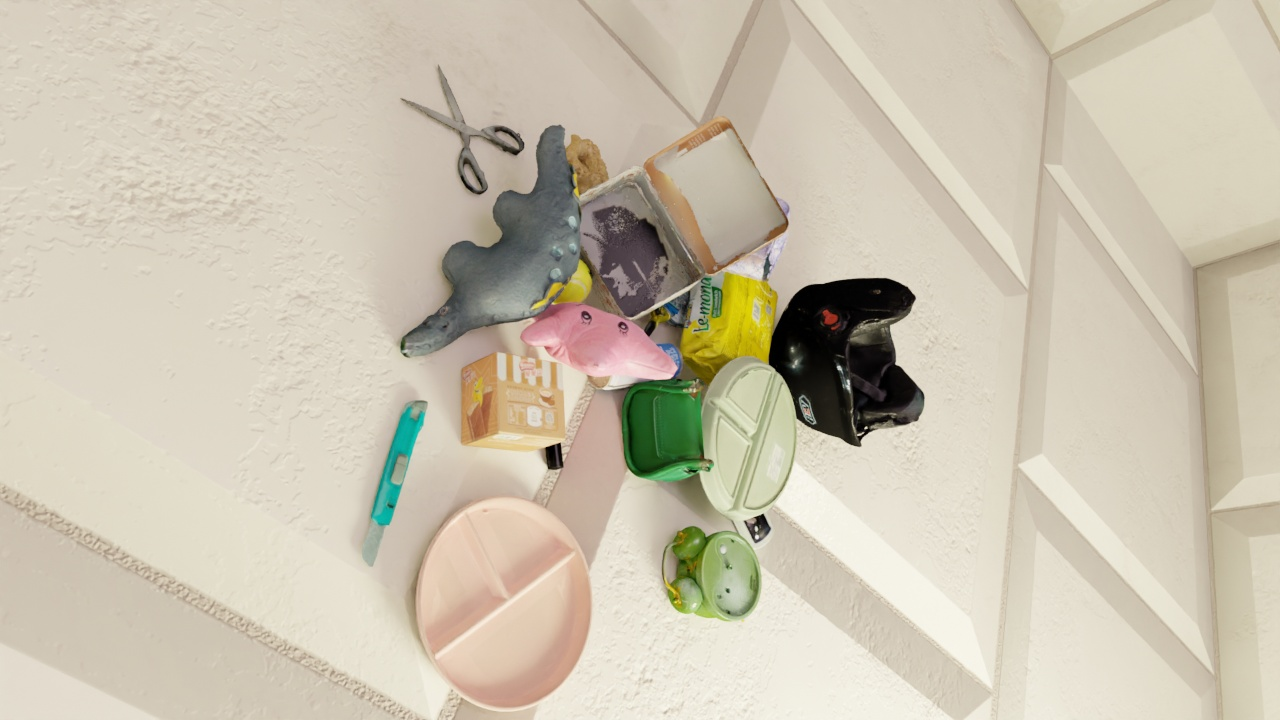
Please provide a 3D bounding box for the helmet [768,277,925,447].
[{"bbox_3d":[0.306,0.000,1.394,0.273,0.231,0.234,-56,139,-39],"label":"helmet"}]

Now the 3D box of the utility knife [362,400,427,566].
[{"bbox_3d":[-0.259,0.123,0.968,0.029,0.013,0.192,30,56,-32],"label":"utility knife"}]

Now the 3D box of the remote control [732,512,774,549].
[{"bbox_3d":[0.144,0.196,1.314,0.058,0.021,0.150,-31,95,-45],"label":"remote control"}]

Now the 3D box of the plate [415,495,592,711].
[{"bbox_3d":[-0.148,0.264,1.009,0.229,0.028,0.229,18,62,-39],"label":"plate"}]

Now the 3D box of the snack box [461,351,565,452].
[{"bbox_3d":[-0.147,0.050,1.056,0.092,0.077,0.094,11,68,-40],"label":"snack box"}]

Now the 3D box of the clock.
[{"bbox_3d":[0.090,0.281,1.206,0.161,0.056,0.116,25,58,-35],"label":"clock"}]

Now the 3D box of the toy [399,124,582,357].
[{"bbox_3d":[-0.148,-0.123,1.088,0.138,0.092,0.355,36,67,-8],"label":"toy"}]

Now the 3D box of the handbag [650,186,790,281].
[{"bbox_3d":[0.108,-0.190,1.308,0.076,0.194,0.133,79,33,-52],"label":"handbag"}]

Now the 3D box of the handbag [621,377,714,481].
[{"bbox_3d":[0.038,0.088,1.183,0.067,0.120,0.131,6,75,-43],"label":"handbag"}]

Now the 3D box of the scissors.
[{"bbox_3d":[-0.220,-0.295,1.163,0.159,0.014,0.177,-20,88,-46],"label":"scissors"}]

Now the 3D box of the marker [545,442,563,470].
[{"bbox_3d":[-0.112,0.068,1.122,0.022,0.020,0.132,6,70,-44],"label":"marker"}]

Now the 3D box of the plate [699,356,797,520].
[{"bbox_3d":[0.155,0.108,1.275,0.229,0.028,0.230,-2,92,-48],"label":"plate"}]

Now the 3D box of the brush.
[{"bbox_3d":[-0.043,-0.195,1.278,0.082,0.046,0.255,-42,108,-47],"label":"brush"}]

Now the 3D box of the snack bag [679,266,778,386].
[{"bbox_3d":[0.138,-0.061,1.351,0.158,0.068,0.245,43,48,-40],"label":"snack bag"}]

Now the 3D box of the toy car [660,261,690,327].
[{"bbox_3d":[0.051,-0.099,1.331,0.049,0.031,0.105,17,62,-40],"label":"toy car"}]

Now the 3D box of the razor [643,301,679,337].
[{"bbox_3d":[0.015,-0.045,1.244,0.042,0.022,0.142,36,35,-4],"label":"razor"}]

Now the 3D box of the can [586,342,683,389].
[{"bbox_3d":[-0.007,0.007,1.219,0.134,0.053,0.053,-7,79,-44],"label":"can"}]

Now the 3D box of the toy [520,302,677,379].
[{"bbox_3d":[-0.048,-0.018,1.102,0.194,0.075,0.178,16,19,-11],"label":"toy"}]

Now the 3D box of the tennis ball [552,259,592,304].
[{"bbox_3d":[-0.094,-0.101,1.170,0.065,0.066,0.065,17,63,-38],"label":"tennis ball"}]

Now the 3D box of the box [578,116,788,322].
[{"bbox_3d":[0.043,-0.181,1.210,0.262,0.088,0.178,-31,90,-10],"label":"box"}]
